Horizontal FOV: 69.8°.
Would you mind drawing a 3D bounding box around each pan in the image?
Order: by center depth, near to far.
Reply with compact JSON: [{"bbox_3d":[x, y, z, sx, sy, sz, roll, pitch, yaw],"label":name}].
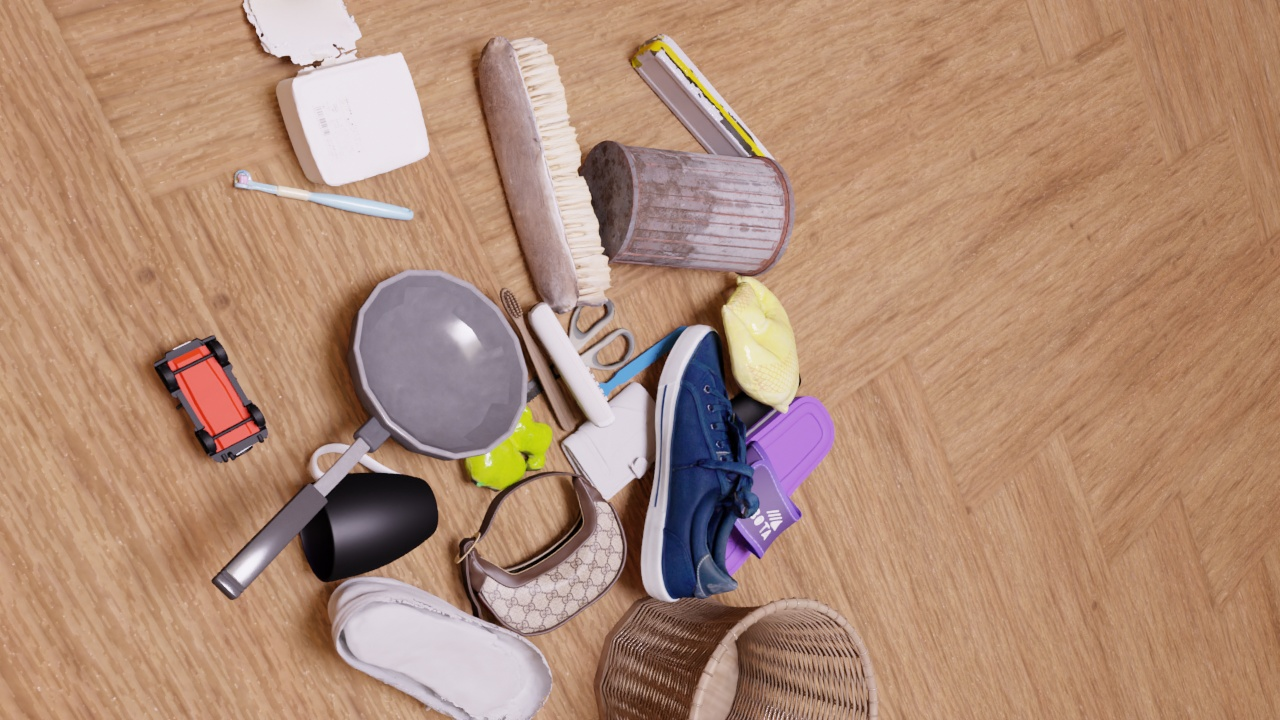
[{"bbox_3d":[-0.220,0.058,0.762,0.178,0.041,0.356,51,42,-15],"label":"pan"}]

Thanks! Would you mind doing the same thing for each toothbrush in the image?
[{"bbox_3d":[-0.277,-0.144,0.815,0.154,0.016,0.022,8,45,-32],"label":"toothbrush"},{"bbox_3d":[-0.099,0.002,0.899,0.016,0.016,0.167,-34,119,-21],"label":"toothbrush"},{"bbox_3d":[-0.006,0.006,0.984,0.166,0.014,0.016,-36,106,-33],"label":"toothbrush"}]

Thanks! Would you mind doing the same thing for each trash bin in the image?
[{"bbox_3d":[0.052,-0.156,0.959,0.210,0.131,0.131,-1,87,-31],"label":"trash bin"}]

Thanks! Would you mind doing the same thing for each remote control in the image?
[{"bbox_3d":[-0.068,0.005,0.900,0.025,0.060,0.138,-32,97,-7],"label":"remote control"},{"bbox_3d":[0.134,0.050,1.063,0.151,0.020,0.041,-37,105,-30],"label":"remote control"}]

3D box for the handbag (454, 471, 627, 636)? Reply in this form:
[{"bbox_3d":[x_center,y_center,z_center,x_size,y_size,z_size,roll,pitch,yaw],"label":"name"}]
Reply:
[{"bbox_3d":[-0.098,0.182,0.883,0.166,0.063,0.138,-30,103,-25],"label":"handbag"}]

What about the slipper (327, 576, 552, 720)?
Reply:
[{"bbox_3d":[-0.175,0.264,0.819,0.112,0.074,0.246,-46,126,6],"label":"slipper"}]

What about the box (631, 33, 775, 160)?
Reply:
[{"bbox_3d":[0.074,-0.270,1.019,0.209,0.064,0.033,42,76,-23],"label":"box"}]

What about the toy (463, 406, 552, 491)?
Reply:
[{"bbox_3d":[-0.130,0.085,0.885,0.094,0.036,0.093,42,61,-30],"label":"toy"}]

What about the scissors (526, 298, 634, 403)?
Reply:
[{"bbox_3d":[-0.080,-0.008,0.937,0.169,0.013,0.131,-7,91,-28],"label":"scissors"}]

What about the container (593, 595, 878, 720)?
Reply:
[{"bbox_3d":[0.084,0.336,0.910,0.226,0.197,0.227,2,86,-32],"label":"container"}]

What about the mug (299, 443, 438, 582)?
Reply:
[{"bbox_3d":[-0.238,0.123,0.795,0.100,0.085,0.118,-9,63,-38],"label":"mug"}]

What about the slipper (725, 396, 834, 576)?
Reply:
[{"bbox_3d":[0.145,0.140,1.026,0.265,0.084,0.107,-43,109,-27],"label":"slipper"}]

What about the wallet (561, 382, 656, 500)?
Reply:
[{"bbox_3d":[-0.021,0.085,0.956,0.116,0.032,0.086,-43,108,-27],"label":"wallet"}]

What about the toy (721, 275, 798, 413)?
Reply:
[{"bbox_3d":[0.137,-0.015,1.020,0.155,0.065,0.170,61,27,-18],"label":"toy"}]

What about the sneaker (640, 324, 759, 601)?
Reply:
[{"bbox_3d":[0.080,0.096,0.933,0.120,0.127,0.294,41,50,-54],"label":"sneaker"}]

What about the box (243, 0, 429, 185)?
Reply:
[{"bbox_3d":[-0.264,-0.247,0.795,0.110,0.083,0.190,-27,100,-33],"label":"box"}]

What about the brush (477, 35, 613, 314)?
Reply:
[{"bbox_3d":[-0.094,-0.178,0.894,0.056,0.083,0.271,-19,97,-34],"label":"brush"}]

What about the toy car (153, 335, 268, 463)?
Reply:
[{"bbox_3d":[-0.346,0.032,0.741,0.051,0.049,0.100,-33,104,-29],"label":"toy car"}]
